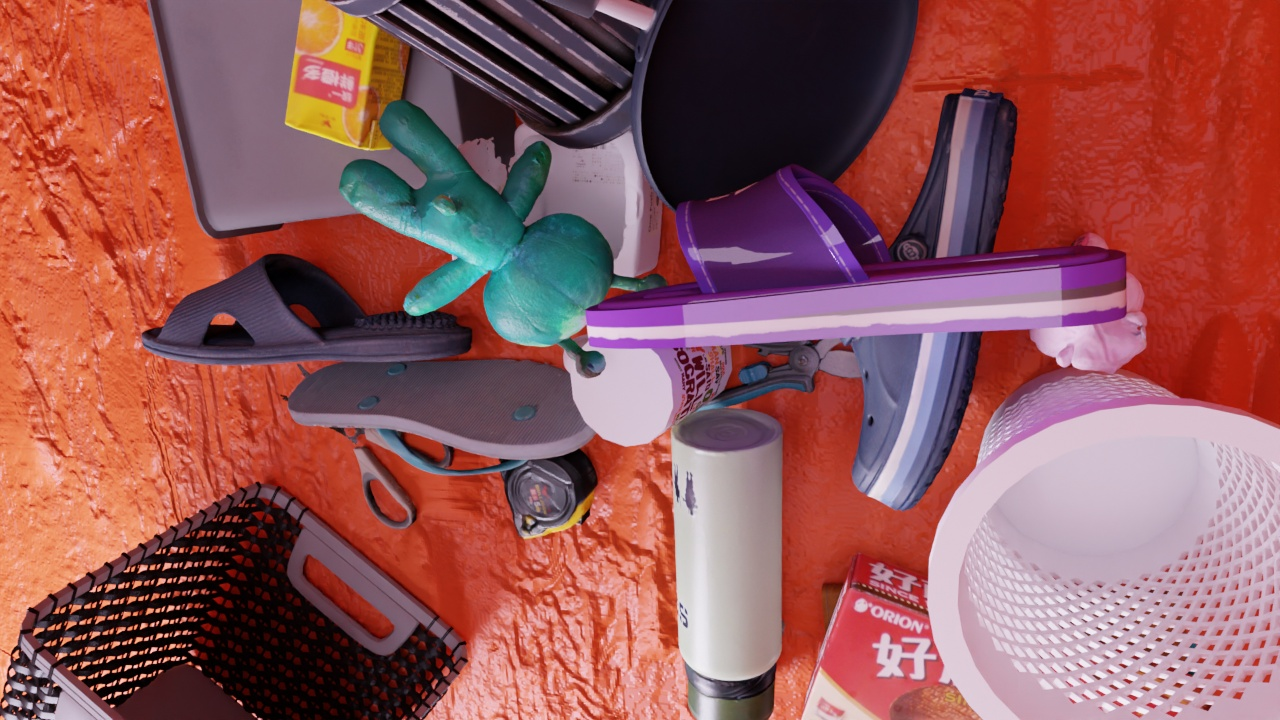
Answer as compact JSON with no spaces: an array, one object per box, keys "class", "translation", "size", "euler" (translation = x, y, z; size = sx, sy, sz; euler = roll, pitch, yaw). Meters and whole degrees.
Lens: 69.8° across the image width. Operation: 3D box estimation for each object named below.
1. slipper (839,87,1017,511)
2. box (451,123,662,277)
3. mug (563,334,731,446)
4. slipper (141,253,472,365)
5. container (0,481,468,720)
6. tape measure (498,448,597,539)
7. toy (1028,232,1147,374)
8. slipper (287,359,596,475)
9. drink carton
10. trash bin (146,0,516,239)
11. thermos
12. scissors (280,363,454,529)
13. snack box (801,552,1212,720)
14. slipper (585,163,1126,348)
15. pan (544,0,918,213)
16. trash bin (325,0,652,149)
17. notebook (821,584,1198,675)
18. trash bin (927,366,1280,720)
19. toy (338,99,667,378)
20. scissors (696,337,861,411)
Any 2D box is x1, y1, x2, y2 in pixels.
[{"class":"slipper","translation":[0.166,-0.037,0.564],"size":[0.095,0.105,0.253],"euler":[13,105,18]},{"class":"box","translation":[-0.063,-0.105,0.602],"size":[0.128,0.136,0.108],"euler":[6,103,15]},{"class":"mug","translation":[-0.004,0.004,0.620],"size":[0.105,0.089,0.073],"euler":[17,112,26]},{"class":"slipper","translation":[-0.256,-0.041,0.708],"size":[0.264,0.101,0.082],"euler":[1,97,12]},{"class":"container","translation":[-0.338,0.299,0.741],"size":[0.247,0.245,0.244],"euler":[38,115,6]},{"class":"tape measure","translation":[-0.070,0.097,0.707],"size":[0.072,0.042,0.071],"euler":[-12,99,25]},{"class":"toy","translation":[0.252,-0.037,0.533],"size":[0.064,0.109,0.047],"euler":[-36,114,24]},{"class":"slipper","translation":[-0.146,0.040,0.702],"size":[0.269,0.098,0.055],"euler":[6,130,25]},{"class":"drink carton","translation":[-0.174,-0.202,0.563],"size":[0.058,0.042,0.135],"euler":[19,107,13]},{"class":"trash bin","translation":[-0.212,-0.195,0.649],"size":[0.220,0.097,0.192],"euler":[-4,103,18]},{"class":"thermos","translation":[0.066,0.153,0.655],"size":[0.082,0.082,0.231],"euler":[3,110,17]},{"class":"scissors","translation":[-0.224,0.068,0.765],"size":[0.162,0.012,0.158],"euler":[-12,99,20]},{"class":"snack box","translation":[0.238,0.228,0.611],"size":[0.236,0.060,0.113],"euler":[19,107,13]},{"class":"slipper","translation":[0.100,-0.060,0.474],"size":[0.267,0.107,0.084],"euler":[-2,101,22]},{"class":"pan","translation":[0.020,-0.169,0.470],"size":[0.021,0.355,0.199],"euler":[46,121,39]},{"class":"trash bin","translation":[-0.085,-0.218,0.471],"size":[0.165,0.227,0.164],"euler":[-15,66,37]},{"class":"notebook","translation":[0.262,0.244,0.649],"size":[0.250,0.014,0.178],"euler":[-4,102,19]},{"class":"trash bin","translation":[0.263,0.090,0.509],"size":[0.196,0.199,0.195],"euler":[5,105,17]},{"class":"toy","translation":[-0.080,-0.067,0.537],"size":[0.193,0.072,0.130],"euler":[36,90,-19]},{"class":"scissors","translation":[0.082,-0.002,0.642],"size":[0.124,0.019,0.157],"euler":[47,114,3]}]
